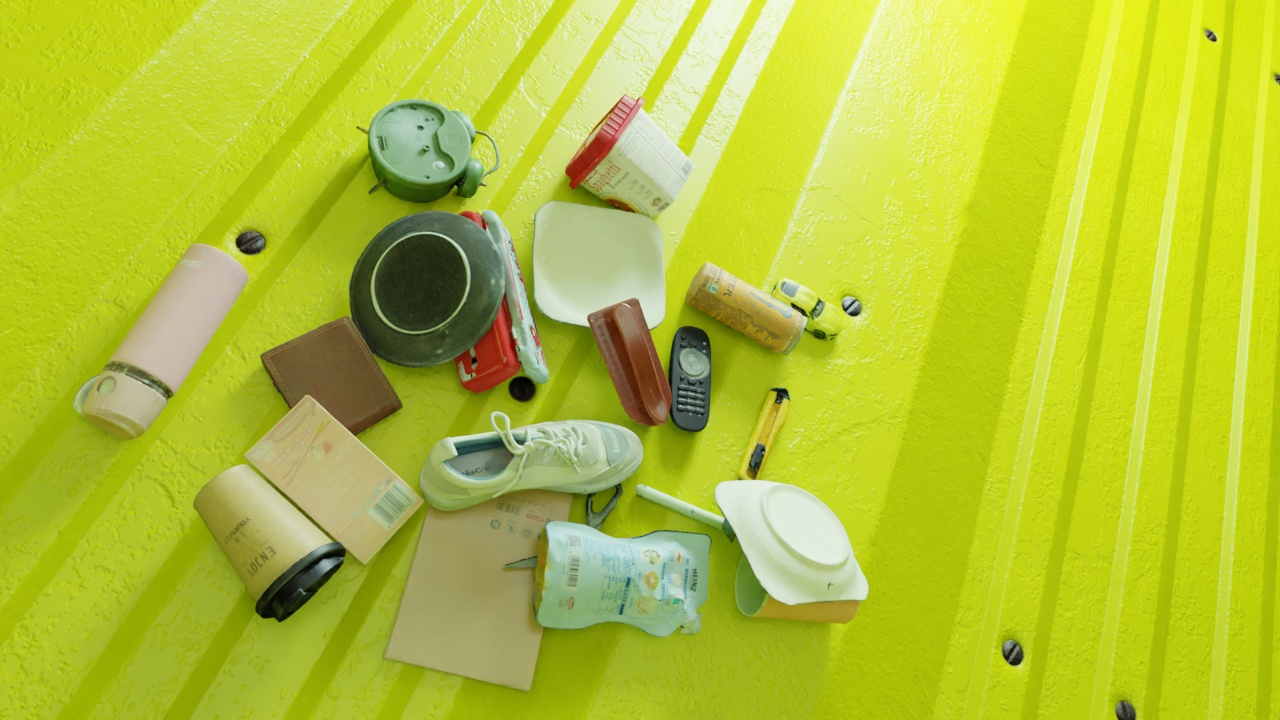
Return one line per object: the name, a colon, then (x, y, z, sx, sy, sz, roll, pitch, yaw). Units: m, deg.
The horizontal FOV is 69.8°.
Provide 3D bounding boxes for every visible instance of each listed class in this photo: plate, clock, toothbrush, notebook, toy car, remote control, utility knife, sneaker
plate: (-0.233, -0.081, 0.982, 0.179, 0.024, 0.179, -2, 76, 9)
clock: (-0.244, -0.243, 1.078, 0.161, 0.056, 0.116, -7, 71, -22)
toothbrush: (0.082, 0.177, 1.036, 0.189, 0.029, 0.020, 22, 103, -8)
notebook: (-0.160, 0.216, 0.937, 0.147, 0.008, 0.207, 17, 63, -12)
toy car: (0.218, -0.068, 1.183, 0.105, 0.032, 0.048, 33, 60, -6)
plate: (-0.051, -0.107, 1.101, 0.163, 0.034, 0.164, 6, 66, -17)
remote control: (0.058, 0.023, 1.090, 0.053, 0.024, 0.136, 11, 63, -14)
utility knife: (0.137, 0.116, 1.073, 0.033, 0.015, 0.222, 28, 56, -3)
sneaker: (-0.105, 0.092, 0.952, 0.241, 0.091, 0.089, -7, 56, -24)
plate: (0.171, 0.186, 0.994, 0.164, 0.034, 0.163, 7, 40, -36)

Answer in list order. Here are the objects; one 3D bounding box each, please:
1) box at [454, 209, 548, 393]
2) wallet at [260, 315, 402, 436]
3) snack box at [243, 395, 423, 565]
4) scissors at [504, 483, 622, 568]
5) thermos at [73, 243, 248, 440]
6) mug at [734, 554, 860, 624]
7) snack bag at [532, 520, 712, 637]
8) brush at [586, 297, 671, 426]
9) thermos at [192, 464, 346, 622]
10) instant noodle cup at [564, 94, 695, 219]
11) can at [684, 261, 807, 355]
box: (-0.160, -0.065, 1.034, 0.100, 0.096, 0.201, 12, 57, -58)
wallet: (-0.320, 0.024, 0.951, 0.101, 0.032, 0.124, -30, 80, -25)
snack box: (-0.299, 0.117, 0.902, 0.157, 0.026, 0.084, 44, 71, -4)
scissors: (-0.056, 0.200, 0.972, 0.181, 0.014, 0.159, 9, 66, -21)
thermos: (-0.472, -0.020, 0.900, 0.087, 0.067, 0.198, 11, 62, 20)
mug: (0.175, 0.252, 1.008, 0.122, 0.078, 0.078, 15, 63, -19)
snack bag: (-0.014, 0.227, 0.953, 0.190, 0.039, 0.110, 10, 65, -21)
brush: (-0.006, 0.006, 1.030, 0.063, 0.069, 0.146, -22, 94, -16)
thermos: (-0.344, 0.167, 0.849, 0.143, 0.093, 0.092, 45, 60, 11)
instant noodle cup: (-0.010, -0.242, 1.136, 0.124, 0.117, 0.116, 38, 60, -14)
can: (0.129, -0.064, 1.134, 0.146, 0.058, 0.058, 28, 61, -6)
